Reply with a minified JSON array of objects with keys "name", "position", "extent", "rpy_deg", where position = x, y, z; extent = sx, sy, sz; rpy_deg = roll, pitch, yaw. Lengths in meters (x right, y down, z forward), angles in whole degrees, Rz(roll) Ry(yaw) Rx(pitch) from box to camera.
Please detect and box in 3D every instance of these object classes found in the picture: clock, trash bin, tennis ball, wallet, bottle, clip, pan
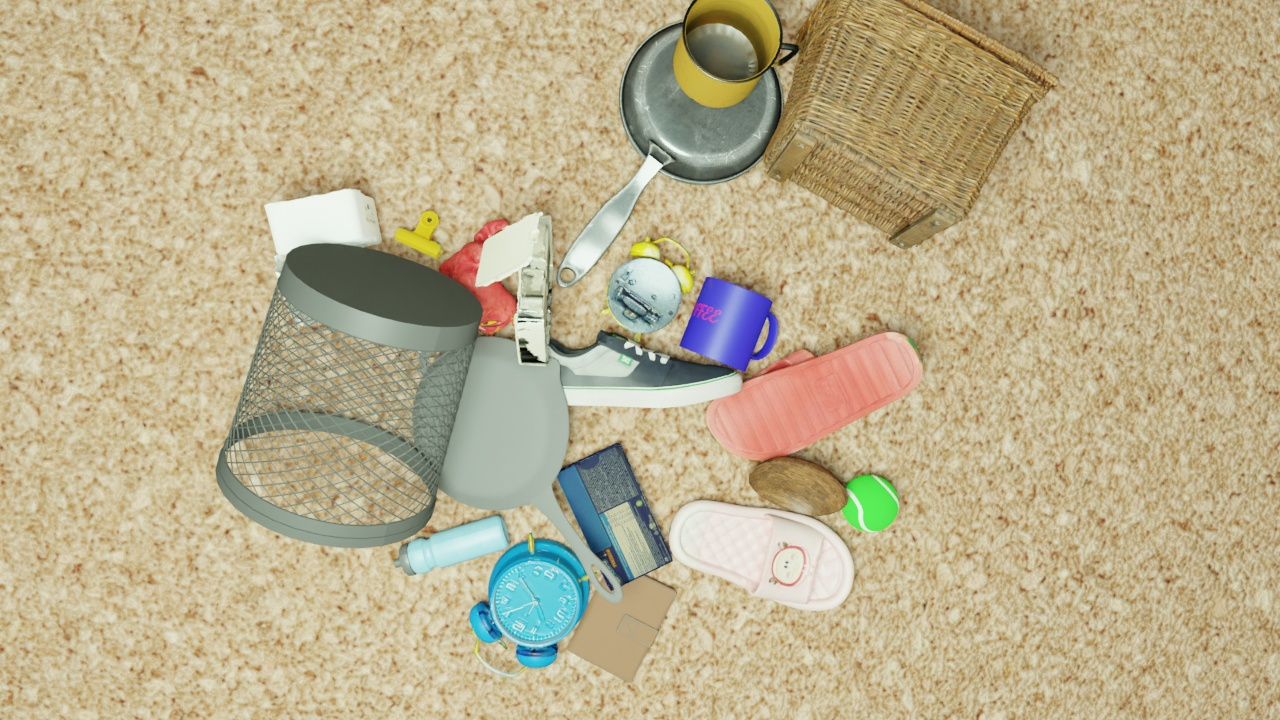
[{"name":"clock","position":[-0.125,0.282,1.039],"extent":[0.117,0.060,0.161],"rpy_deg":[30,93,-5]},{"name":"trash bin","position":[-0.279,0.027,0.907],"extent":[0.218,0.217,0.228],"rpy_deg":[20,108,-4]},{"name":"tennis ball","position":[0.262,0.164,1.050],"extent":[0.065,0.065,0.065],"rpy_deg":[0,93,-3]},{"name":"wallet","position":[-0.022,0.303,1.070],"extent":[0.087,0.013,0.121],"rpy_deg":[27,92,0]},{"name":"bottle","position":[-0.216,0.212,1.039],"extent":[0.130,0.040,0.040],"rpy_deg":[-17,94,-2]},{"name":"clip","position":[-0.243,-0.142,1.029],"extent":[0.054,0.045,0.049],"rpy_deg":[24,50,-3]},{"name":"pan","position":[-0.134,0.119,0.997],"extent":[0.217,0.024,0.354],"rpy_deg":[-41,81,16]},{"name":"pan","position":[0.018,-0.226,1.028],"extent":[0.187,0.055,0.356],"rpy_deg":[38,87,-4]},{"name":"clock","position":[0.010,-0.083,1.025],"extent":[0.083,0.057,0.119],"rpy_deg":[36,91,-4]}]

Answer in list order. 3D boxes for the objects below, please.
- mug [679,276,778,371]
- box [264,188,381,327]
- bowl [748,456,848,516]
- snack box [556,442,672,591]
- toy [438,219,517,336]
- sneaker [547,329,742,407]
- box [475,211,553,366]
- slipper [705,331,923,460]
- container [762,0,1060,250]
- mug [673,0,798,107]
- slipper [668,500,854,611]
[{"name":"mug","position":[0.107,-0.036,1.030],"extent":[0.111,0.079,0.083],"rpy_deg":[20,92,-32]},{"name":"box","position":[-0.338,-0.103,0.980],"extent":[0.121,0.109,0.136],"rpy_deg":[-12,93,-2]},{"name":"bowl","position":[0.181,0.136,1.042],"extent":[0.114,0.102,0.026],"rpy_deg":[27,54,-10]},{"name":"snack box","position":[-0.030,0.178,1.050],"extent":[0.082,0.027,0.150],"rpy_deg":[-24,89,0]},{"name":"toy","position":[-0.171,-0.089,1.023],"extent":[0.094,0.088,0.132],"rpy_deg":[27,69,-37]},{"name":"sneaker","position":[-0.006,0.006,1.009],"extent":[0.235,0.084,0.079],"rpy_deg":[0,97,6]},{"name":"box","position":[-0.129,-0.098,0.936],"extent":[0.070,0.187,0.143],"rpy_deg":[1,57,-3]},{"name":"slipper","position":[0.195,0.038,1.043],"extent":[0.249,0.059,0.103],"rpy_deg":[-22,97,13]},{"name":"container","position":[0.262,-0.248,0.963],"extent":[0.250,0.162,0.183],"rpy_deg":[26,81,-4]},{"name":"mug","position":[0.099,-0.322,0.958],"extent":[0.123,0.094,0.100],"rpy_deg":[4,87,-5]},{"name":"slipper","position":[0.141,0.220,1.053],"extent":[0.221,0.055,0.107],"rpy_deg":[18,90,-3]}]
